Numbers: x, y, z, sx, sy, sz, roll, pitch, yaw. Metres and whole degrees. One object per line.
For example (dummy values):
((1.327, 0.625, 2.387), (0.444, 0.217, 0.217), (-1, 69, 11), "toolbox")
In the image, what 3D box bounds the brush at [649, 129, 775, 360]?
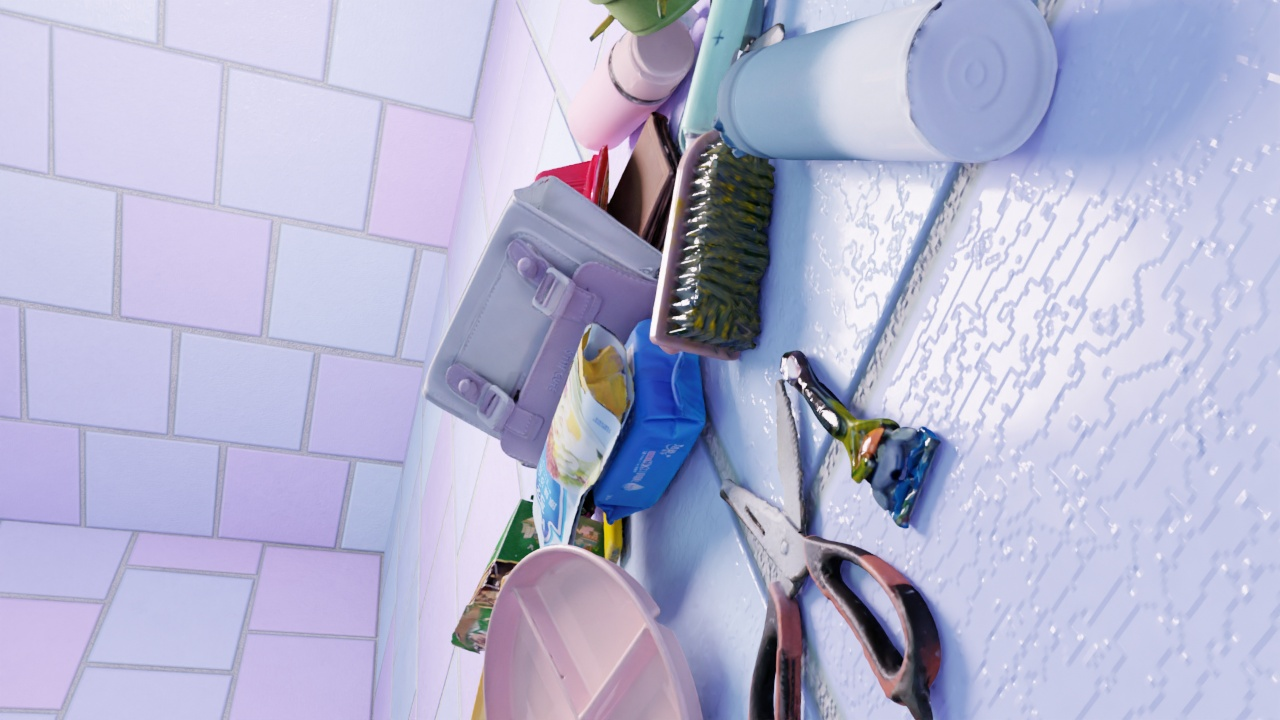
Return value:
((0.042, -0.076, 0.578), (0.073, 0.063, 0.145), (-6, 74, 61), "brush")

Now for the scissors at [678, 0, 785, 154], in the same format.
((0.067, -0.224, 0.652), (0.173, 0.019, 0.178), (158, 120, -71), "scissors")

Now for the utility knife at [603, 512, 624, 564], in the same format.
((-0.023, 0.096, 0.773), (0.033, 0.015, 0.154), (116, 156, -58), "utility knife")

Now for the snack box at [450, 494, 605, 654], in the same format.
((-0.085, 0.190, 0.786), (0.118, 0.118, 0.105), (119, 167, -46), "snack box")

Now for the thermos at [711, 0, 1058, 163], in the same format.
((0.097, -0.128, 0.434), (0.220, 0.070, 0.070), (-140, 60, -70), "thermos")

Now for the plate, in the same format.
((-0.035, 0.235, 0.600), (0.230, 0.028, 0.229), (-2, 87, 50), "plate")

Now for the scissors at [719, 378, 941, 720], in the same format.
((0.080, 0.106, 0.448), (0.189, 0.015, 0.222), (136, 139, -62), "scissors")

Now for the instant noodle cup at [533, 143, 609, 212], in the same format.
((-0.069, -0.105, 0.849), (0.194, 0.066, 0.194), (13, -97, -89), "instant noodle cup")

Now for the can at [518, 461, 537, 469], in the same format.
((-0.091, 0.037, 0.943), (0.058, 0.058, 0.147), (145, 131, -66), "can")

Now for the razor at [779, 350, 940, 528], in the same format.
((0.093, 0.024, 0.438), (0.142, 0.022, 0.043), (-121, 45, -64), "razor")

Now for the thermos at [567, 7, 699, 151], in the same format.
((-0.006, -0.255, 0.829), (0.087, 0.067, 0.199), (-54, 12, -15), "thermos")

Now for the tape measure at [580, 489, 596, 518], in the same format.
((-0.053, 0.115, 0.820), (0.058, 0.039, 0.057), (139, 145, -74), "tape measure")

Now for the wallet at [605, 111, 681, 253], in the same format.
((0.007, -0.143, 0.780), (0.124, 0.032, 0.101), (-104, 32, -51), "wallet")

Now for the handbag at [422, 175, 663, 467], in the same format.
((-0.072, -0.023, 0.733), (0.197, 0.145, 0.098), (-60, -1, 28), "handbag")

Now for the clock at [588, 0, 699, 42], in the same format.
((0.021, -0.317, 0.698), (0.116, 0.056, 0.161), (10, 66, 52), "clock")

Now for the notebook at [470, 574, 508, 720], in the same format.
((-0.070, 0.283, 0.689), (0.146, 0.010, 0.206), (25, 110, 29), "notebook")

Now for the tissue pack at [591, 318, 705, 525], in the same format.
((0.003, 0.045, 0.658), (0.158, 0.052, 0.094), (118, 156, -47), "tissue pack")

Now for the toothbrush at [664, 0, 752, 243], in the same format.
((0.047, -0.185, 0.617), (0.026, 0.027, 0.225), (-31, -44, -74), "toothbrush")

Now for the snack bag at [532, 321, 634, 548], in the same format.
((-0.049, 0.073, 0.659), (0.110, 0.038, 0.191), (-113, 34, -41), "snack bag")
